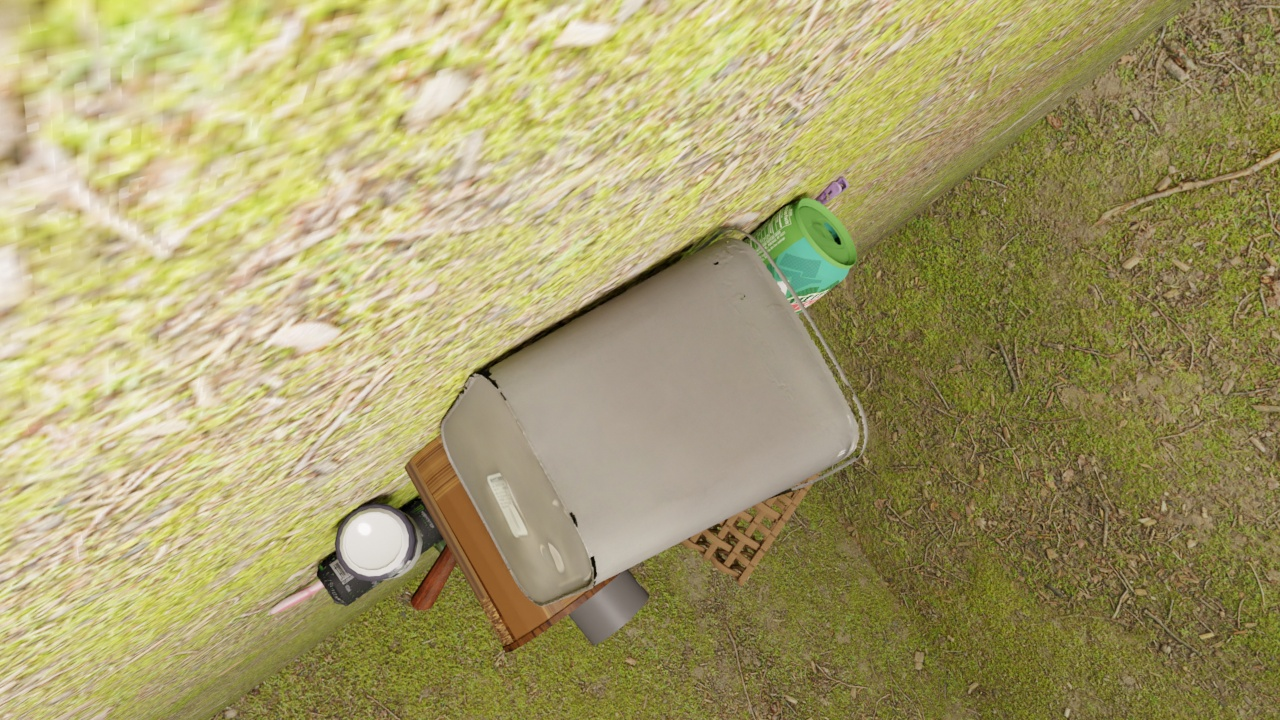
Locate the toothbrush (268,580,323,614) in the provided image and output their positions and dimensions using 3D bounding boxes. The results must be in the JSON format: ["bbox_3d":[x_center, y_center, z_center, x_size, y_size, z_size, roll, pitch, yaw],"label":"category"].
[{"bbox_3d":[-0.358,0.249,1.040,0.134,0.016,0.022,-34,173,-23],"label":"toothbrush"}]

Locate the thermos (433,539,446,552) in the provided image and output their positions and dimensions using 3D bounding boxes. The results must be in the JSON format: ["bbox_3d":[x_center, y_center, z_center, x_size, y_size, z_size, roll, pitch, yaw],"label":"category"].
[{"bbox_3d":[-0.160,0.147,1.114,0.231,0.082,0.082,-36,175,-6],"label":"thermos"}]

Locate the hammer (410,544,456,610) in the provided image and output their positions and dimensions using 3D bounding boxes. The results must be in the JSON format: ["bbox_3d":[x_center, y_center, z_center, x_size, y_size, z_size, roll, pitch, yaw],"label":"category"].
[{"bbox_3d":[-0.167,0.155,0.940,0.301,0.028,0.110,-57,166,28],"label":"hammer"}]

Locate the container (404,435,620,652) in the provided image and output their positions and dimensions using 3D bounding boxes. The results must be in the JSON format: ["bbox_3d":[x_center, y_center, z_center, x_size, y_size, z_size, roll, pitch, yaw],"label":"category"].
[{"bbox_3d":[-0.104,0.129,0.753,0.132,0.167,0.132,-36,175,-4],"label":"container"}]

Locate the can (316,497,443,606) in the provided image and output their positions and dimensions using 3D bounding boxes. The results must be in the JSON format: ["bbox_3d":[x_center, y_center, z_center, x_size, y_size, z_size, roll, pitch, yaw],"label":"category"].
[{"bbox_3d":[-0.265,0.196,0.952,0.137,0.054,0.054,-34,175,-23],"label":"can"}]

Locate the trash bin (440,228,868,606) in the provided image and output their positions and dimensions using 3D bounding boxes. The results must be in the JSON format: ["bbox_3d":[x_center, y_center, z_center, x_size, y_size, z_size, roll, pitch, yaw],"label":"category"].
[{"bbox_3d":[-0.002,0.050,0.659,0.219,0.197,0.198,-26,172,-31],"label":"trash bin"}]

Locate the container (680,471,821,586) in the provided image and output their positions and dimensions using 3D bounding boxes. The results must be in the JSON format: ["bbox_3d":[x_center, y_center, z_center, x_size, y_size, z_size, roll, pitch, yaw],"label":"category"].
[{"bbox_3d":[0.115,0.109,1.165,0.220,0.214,0.251,-57,168,7],"label":"container"}]

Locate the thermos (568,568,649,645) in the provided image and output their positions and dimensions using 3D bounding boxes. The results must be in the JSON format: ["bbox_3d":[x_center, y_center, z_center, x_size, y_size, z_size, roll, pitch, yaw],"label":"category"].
[{"bbox_3d":[-0.098,0.193,1.015,0.082,0.240,0.082,-40,177,-2],"label":"thermos"}]

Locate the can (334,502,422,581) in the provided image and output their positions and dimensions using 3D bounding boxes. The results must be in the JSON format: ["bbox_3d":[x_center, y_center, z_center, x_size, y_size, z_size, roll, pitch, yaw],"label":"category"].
[{"bbox_3d":[-0.230,0.163,0.819,0.064,0.064,0.127,-35,175,-14],"label":"can"}]

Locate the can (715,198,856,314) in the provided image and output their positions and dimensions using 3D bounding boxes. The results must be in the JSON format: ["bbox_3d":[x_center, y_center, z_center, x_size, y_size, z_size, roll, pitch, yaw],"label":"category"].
[{"bbox_3d":[0.117,-0.075,0.834,0.144,0.083,0.082,-40,174,37],"label":"can"}]

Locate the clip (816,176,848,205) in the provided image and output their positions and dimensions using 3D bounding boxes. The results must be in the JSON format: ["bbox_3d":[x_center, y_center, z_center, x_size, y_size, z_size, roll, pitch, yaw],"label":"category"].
[{"bbox_3d":[0.191,-0.167,0.893,0.040,0.014,0.052,-33,176,-32],"label":"clip"}]
